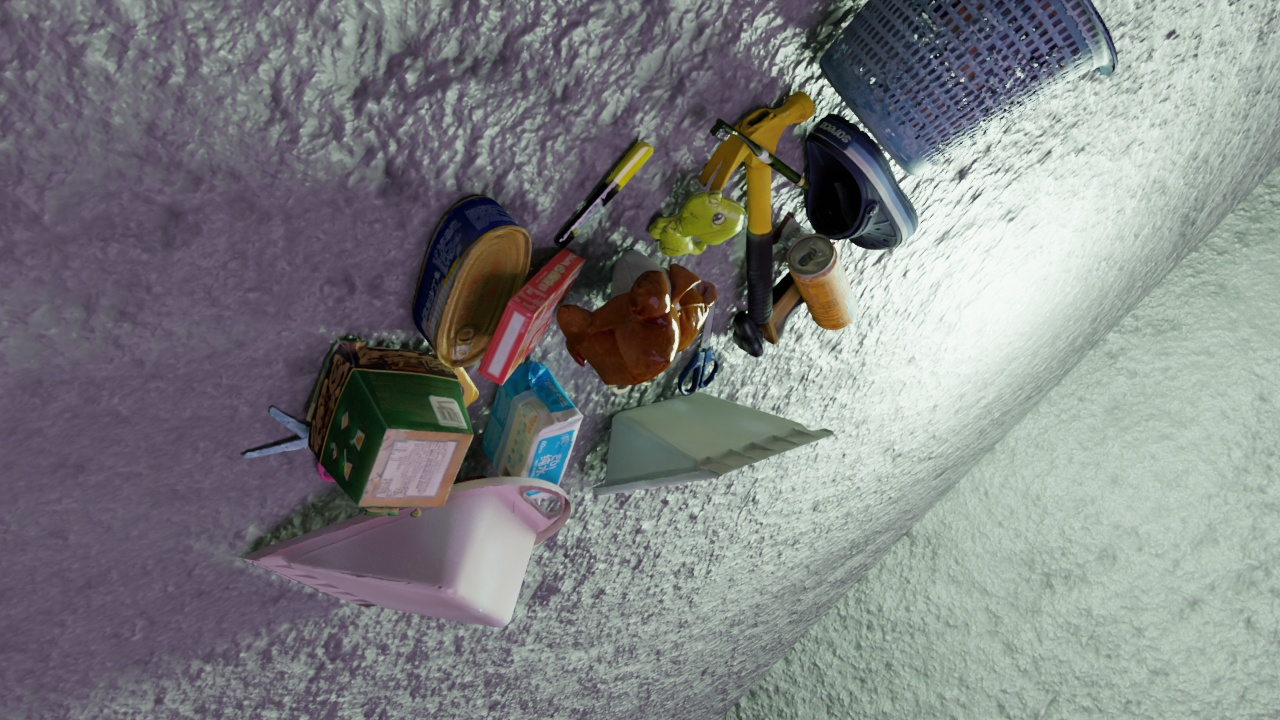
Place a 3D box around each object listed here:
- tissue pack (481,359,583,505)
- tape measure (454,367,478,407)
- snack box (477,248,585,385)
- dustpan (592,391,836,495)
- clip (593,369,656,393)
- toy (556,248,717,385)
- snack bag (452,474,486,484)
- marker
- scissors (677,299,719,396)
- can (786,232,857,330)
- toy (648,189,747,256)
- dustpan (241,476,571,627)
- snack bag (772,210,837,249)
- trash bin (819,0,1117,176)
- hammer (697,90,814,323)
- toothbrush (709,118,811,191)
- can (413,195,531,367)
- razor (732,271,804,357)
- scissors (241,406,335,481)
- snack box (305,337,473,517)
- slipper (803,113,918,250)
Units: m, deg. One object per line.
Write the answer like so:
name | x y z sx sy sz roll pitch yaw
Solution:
tissue pack | -0.113 0.077 0.953 0.063 0.090 0.140 -12 139 -35
tape measure | -0.185 0.024 0.857 0.057 0.029 0.060 -34 134 -9
snack box | -0.093 -0.042 0.805 0.075 0.025 0.152 -61 180 26
dustpan | 0.067 0.134 1.148 0.222 0.258 0.143 -12 115 -42
clip | -0.004 0.003 1.046 0.101 0.035 0.096 -14 141 -48
toy | 0.000 -0.047 0.896 0.140 0.130 0.199 -17 180 23
snack bag | -0.200 0.163 1.027 0.045 0.026 0.106 -23 148 -37
marker | -0.035 -0.149 0.830 0.124 0.015 0.018 -46 150 13
scissors | 0.089 -0.024 1.147 0.105 0.012 0.175 -6 134 -44
can | 0.216 -0.090 1.087 0.058 0.058 0.146 -43 147 0
toy | 0.059 -0.134 0.910 0.100 0.031 0.097 -9 153 17
dustpan | -0.217 0.185 0.949 0.223 0.274 0.138 67 32 -62
snack bag | 0.194 -0.140 1.090 0.104 0.026 0.048 20 110 -37
trash bin | 0.285 -0.291 0.857 0.195 0.226 0.226 -39 153 21
hammer | 0.128 -0.144 1.000 0.128 0.033 0.301 -32 146 -15
toothbrush | 0.120 -0.195 0.892 0.017 0.012 0.185 -49 148 18
can | -0.143 -0.064 0.771 0.074 0.049 0.148 -12 139 -42
razor | 0.179 -0.080 1.151 0.067 0.062 0.167 40 92 -29
scissors | -0.280 0.066 0.814 0.125 0.017 0.133 -38 147 -5
snack box | -0.203 0.060 0.774 0.118 0.105 0.118 7 118 -40
slipper | 0.236 -0.177 1.027 0.095 0.105 0.252 -46 151 3
